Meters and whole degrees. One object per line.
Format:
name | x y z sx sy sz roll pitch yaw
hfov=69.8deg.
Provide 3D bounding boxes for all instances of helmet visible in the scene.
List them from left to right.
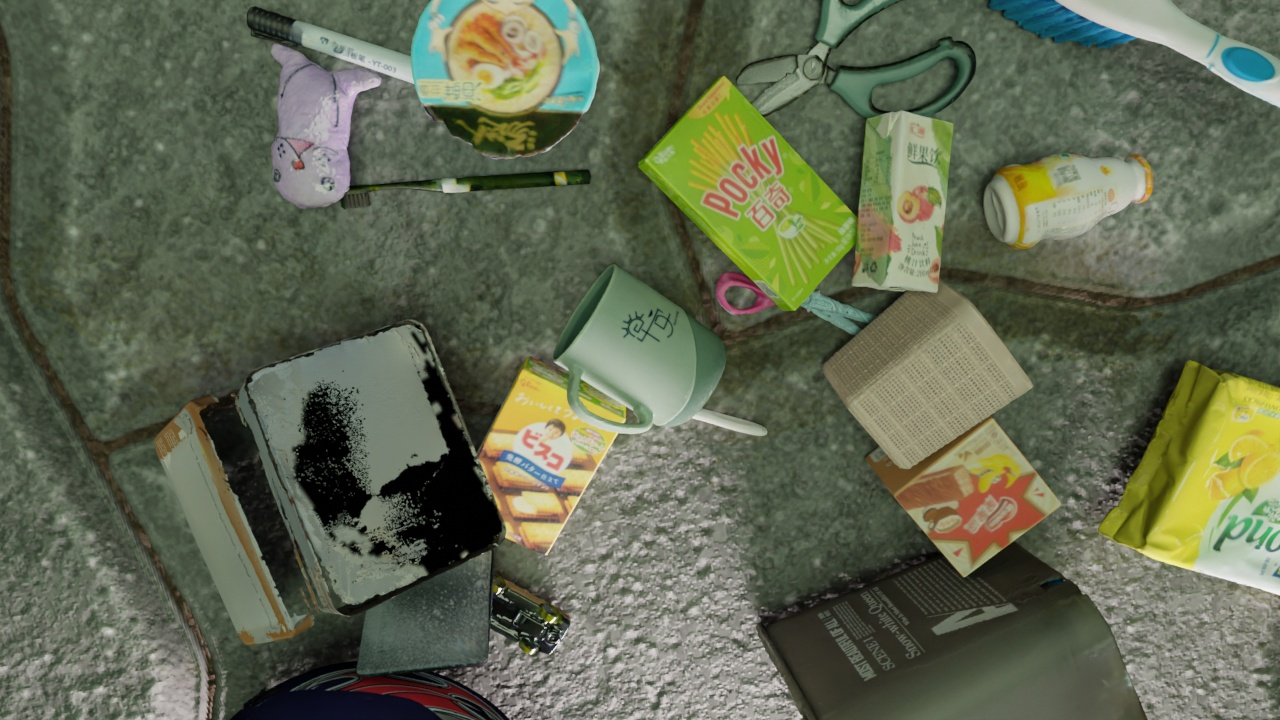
helmet | -0.219 0.346 0.676 0.315 0.239 0.248 19 142 -14

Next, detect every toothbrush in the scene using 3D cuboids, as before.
toothbrush | -0.129 -0.126 0.673 0.186 0.012 0.017 -4 111 -1
toothbrush | 0.013 0.037 0.721 0.180 0.016 0.016 14 112 -6

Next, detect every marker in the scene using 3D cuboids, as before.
marker | -0.209 -0.218 0.643 0.130 0.018 0.023 17 129 -7

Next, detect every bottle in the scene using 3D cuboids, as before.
bottle | 0.310 -0.120 0.666 0.108 0.063 0.063 -13 105 2

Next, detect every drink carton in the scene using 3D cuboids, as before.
drink carton | 0.186 -0.111 0.658 0.053 0.045 0.122 2 93 -27

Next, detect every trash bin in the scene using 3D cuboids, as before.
trash bin | 0.237 0.261 0.708 0.220 0.199 0.198 -29 104 -1

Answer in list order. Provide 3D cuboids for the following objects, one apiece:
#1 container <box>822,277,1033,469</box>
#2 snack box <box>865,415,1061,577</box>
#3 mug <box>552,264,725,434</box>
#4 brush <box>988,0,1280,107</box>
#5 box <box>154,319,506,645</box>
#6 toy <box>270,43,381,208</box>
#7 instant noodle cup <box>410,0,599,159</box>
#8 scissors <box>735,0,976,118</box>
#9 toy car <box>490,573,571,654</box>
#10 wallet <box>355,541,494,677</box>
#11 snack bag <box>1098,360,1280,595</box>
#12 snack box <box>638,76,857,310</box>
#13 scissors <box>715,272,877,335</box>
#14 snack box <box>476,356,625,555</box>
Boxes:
container | 0.207 0.010 0.682 0.111 0.090 0.090 -40 110 11
snack box | 0.248 0.094 0.714 0.093 0.077 0.094 -40 103 8
mug | -0.004 0.004 0.667 0.106 0.082 0.111 34 63 -14
brush | 0.347 -0.222 0.616 0.314 0.109 0.060 30 99 -9
box | -0.224 0.090 0.679 0.218 0.157 0.180 -25 89 48
toy | -0.227 -0.159 0.644 0.084 0.038 0.108 16 104 11
instant noodle cup | -0.083 -0.192 0.601 0.111 0.120 0.111 0 106 -2
scissors | 0.158 -0.208 0.658 0.179 0.019 0.161 -36 108 13
toy car | -0.103 0.205 0.751 0.090 0.035 0.042 30 100 -9
wallet | -0.162 0.186 0.705 0.097 0.120 0.019 -6 130 -1
snack bag | 0.508 0.102 0.731 0.246 0.068 0.158 17 103 -7
snack box | 0.082 -0.119 0.667 0.156 0.026 0.085 44 84 -12
scissors | 0.127 -0.056 0.703 0.137 0.017 0.072 15 94 -11
snack box | -0.080 0.076 0.712 0.087 0.033 0.141 27 107 -9
